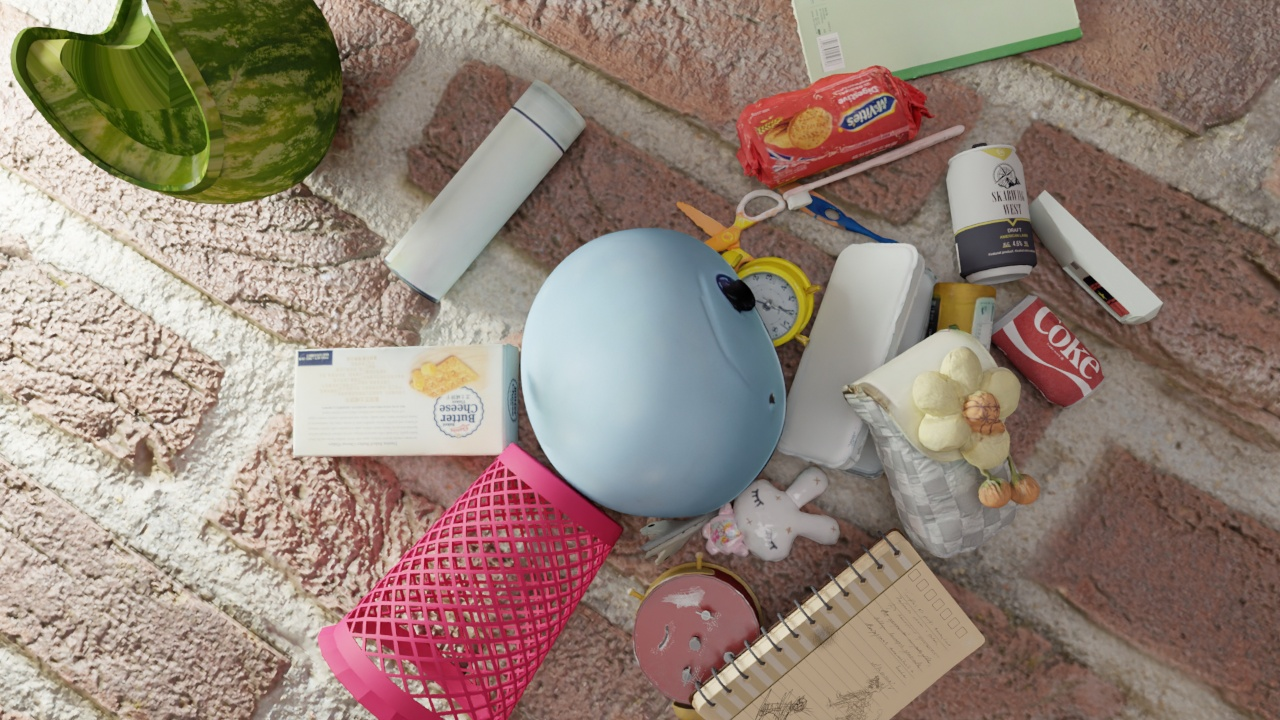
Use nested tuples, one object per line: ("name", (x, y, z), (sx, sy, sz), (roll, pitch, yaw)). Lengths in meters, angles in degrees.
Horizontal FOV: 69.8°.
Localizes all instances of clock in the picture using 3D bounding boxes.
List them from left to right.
("clock", (0.058, 0.256, 0.808), (0.117, 0.081, 0.159), (-29, 82, 4))
("clock", (0.102, -0.054, 0.838), (0.119, 0.057, 0.083), (14, 105, 13))

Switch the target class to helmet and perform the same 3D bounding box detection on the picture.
("helmet", (-0.389, -0.266, 0.837), (0.214, 0.246, 0.243), (-19, 123, 24))
("helmet", (-0.005, 0.005, 0.785), (0.226, 0.166, 0.265), (-28, 72, 26))

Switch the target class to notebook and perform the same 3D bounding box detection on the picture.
("notebook", (0.168, 0.260, 0.779), (0.225, 0.024, 0.167), (-40, 116, 2))
("notebook", (0.271, -0.361, 0.875), (0.253, 0.010, 0.182), (-12, 83, 6))

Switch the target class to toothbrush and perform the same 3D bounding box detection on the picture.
("toothbrush", (0.188, -0.134, 0.863), (0.135, 0.017, 0.021), (32, 85, 11))
("toothbrush", (0.219, -0.181, 0.855), (0.181, 0.016, 0.018), (-22, 82, -1))

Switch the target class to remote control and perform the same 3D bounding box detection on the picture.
("remote control", (0.394, -0.086, 0.813), (0.024, 0.049, 0.143), (-42, 81, 1))

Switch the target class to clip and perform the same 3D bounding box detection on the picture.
("clip", (0.026, 0.160, 0.838), (0.054, 0.101, 0.038), (-43, 71, 46))

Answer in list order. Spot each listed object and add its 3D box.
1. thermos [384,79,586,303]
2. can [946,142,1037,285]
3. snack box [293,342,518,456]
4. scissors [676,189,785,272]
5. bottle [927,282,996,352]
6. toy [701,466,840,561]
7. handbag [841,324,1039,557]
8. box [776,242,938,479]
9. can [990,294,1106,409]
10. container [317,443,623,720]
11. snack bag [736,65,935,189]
("thermos", (-0.148, -0.162, 0.882), (0.068, 0.068, 0.230), (41, 90, 9))
("can", (0.312, -0.135, 0.820), (0.064, 0.064, 0.127), (-7, 84, 6))
("snack box", (-0.222, 0.039, 0.877), (0.208, 0.057, 0.104), (-2, 85, 8))
("scissors", (0.088, -0.120, 0.875), (0.125, 0.011, 0.129), (37, 89, 8))
("bottle", (0.276, 0.026, 0.811), (0.053, 0.053, 0.186), (6, 94, 8))
("toy", (0.116, 0.143, 0.828), (0.125, 0.037, 0.076), (-13, 75, -6))
("handbag", (0.250, 0.072, 0.726), (0.112, 0.123, 0.171), (-29, 103, -16))
("box", (0.209, 0.003, 0.840), (0.108, 0.109, 0.216), (16, 83, 51))
("can", (0.357, -0.007, 0.808), (0.054, 0.054, 0.096), (-41, 81, 2))
("container", (-0.132, 0.199, 0.801), (0.183, 0.183, 0.225), (37, 82, 9))
("snack bag", (0.171, -0.217, 0.842), (0.176, 0.082, 0.082), (-19, 82, 4))
